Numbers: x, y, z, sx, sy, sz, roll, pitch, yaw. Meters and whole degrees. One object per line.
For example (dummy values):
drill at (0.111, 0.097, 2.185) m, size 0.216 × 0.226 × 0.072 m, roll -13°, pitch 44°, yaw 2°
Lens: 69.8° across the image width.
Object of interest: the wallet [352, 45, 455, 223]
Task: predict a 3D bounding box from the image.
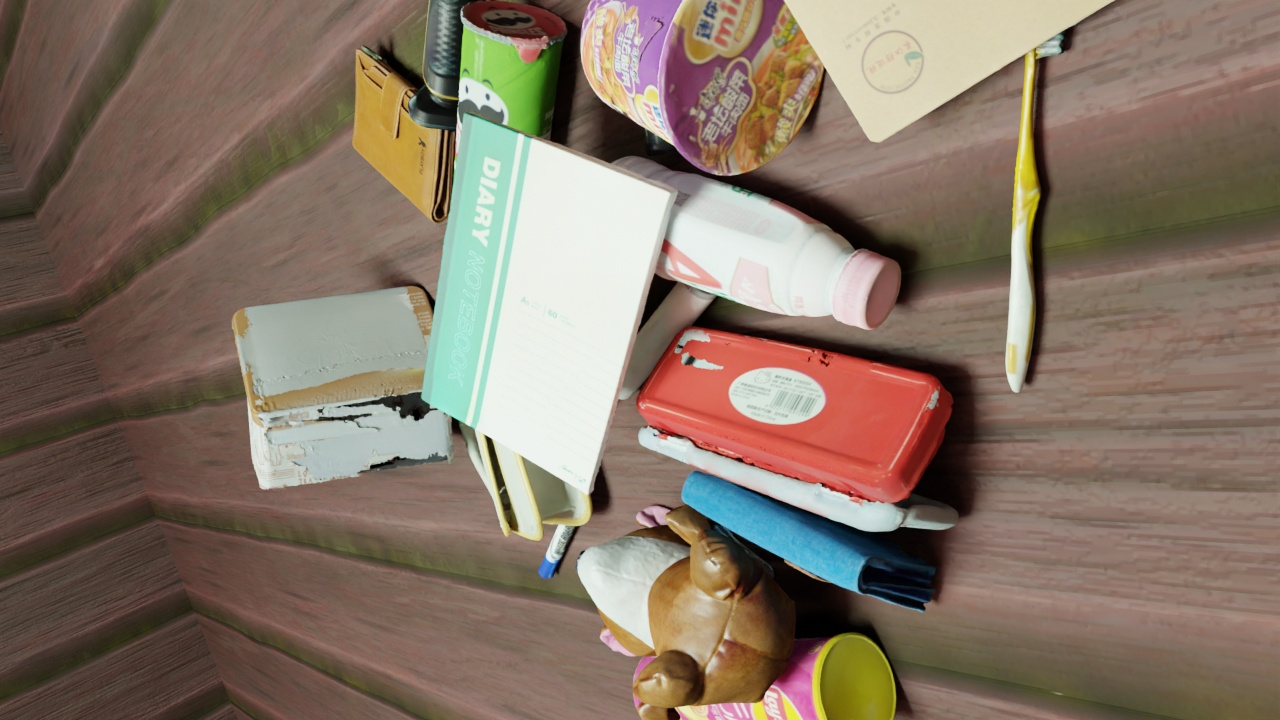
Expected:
wallet at (-0.207, -0.203, 0.801) m, size 0.130 × 0.035 × 0.119 m, roll 42°, pitch 142°, yaw 26°

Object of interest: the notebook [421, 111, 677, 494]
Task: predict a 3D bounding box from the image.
notebook at (-0.069, -0.034, 0.585) m, size 0.150 × 0.012 × 0.209 m, roll 26°, pitch 117°, yaw 21°

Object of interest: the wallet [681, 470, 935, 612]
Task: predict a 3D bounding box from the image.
wallet at (0.101, 0.110, 0.559) m, size 0.133 × 0.106 × 0.040 m, roll 22°, pitch 87°, yaw 42°

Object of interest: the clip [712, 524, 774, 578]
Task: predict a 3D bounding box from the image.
clip at (0.073, 0.143, 0.669) m, size 0.057 × 0.028 × 0.024 m, roll 39°, pitch 133°, yaw 42°

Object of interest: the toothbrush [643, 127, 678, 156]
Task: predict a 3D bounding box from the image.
toothbrush at (-0.001, -0.232, 0.552) m, size 0.027 × 0.026 × 0.213 m, roll 12°, pitch 117°, yaw 52°

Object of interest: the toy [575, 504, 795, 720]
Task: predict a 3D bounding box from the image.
toy at (0.017, 0.167, 0.637) m, size 0.130 × 0.140 × 0.200 m, roll 27°, pitch 175°, yaw -13°

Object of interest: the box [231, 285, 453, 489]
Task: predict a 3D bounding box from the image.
box at (-0.275, 0.015, 0.851) m, size 0.151 × 0.181 × 0.168 m, roll 14°, pitch 108°, yaw 62°

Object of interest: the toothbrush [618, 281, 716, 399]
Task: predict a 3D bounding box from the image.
toothbrush at (-0.004, 0.004, 0.676) m, size 0.222 × 0.026 × 0.026 m, roll -51°, pitch 49°, yaw 49°

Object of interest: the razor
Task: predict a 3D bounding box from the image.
razor at (-0.138, -0.256, 0.683) m, size 0.067 × 0.062 × 0.168 m, roll -114°, pitch 30°, yaw -56°

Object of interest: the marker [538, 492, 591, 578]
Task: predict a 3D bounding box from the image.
marker at (-0.069, 0.155, 0.833) m, size 0.017 × 0.016 × 0.146 m, roll 47°, pitch 137°, yaw 23°

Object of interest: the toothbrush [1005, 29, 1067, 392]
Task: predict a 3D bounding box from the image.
toothbrush at (0.185, -0.073, 0.430) m, size 0.018 × 0.016 × 0.191 m, roll 10°, pitch 116°, yaw 36°

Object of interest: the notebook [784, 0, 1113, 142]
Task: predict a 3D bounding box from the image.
notebook at (0.107, -0.217, 0.386) m, size 0.148 × 0.008 × 0.207 m, roll -28°, pitch 100°, yaw 37°

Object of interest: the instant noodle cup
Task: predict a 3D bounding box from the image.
instant noodle cup at (0.026, -0.166, 0.497) m, size 0.099 × 0.111 × 0.112 m, roll 34°, pitch 132°, yaw 44°

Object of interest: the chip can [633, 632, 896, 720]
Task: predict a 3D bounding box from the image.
chip can at (0.079, 0.238, 0.662) m, size 0.211 × 0.071 × 0.071 m, roll -26°, pitch 89°, yaw 51°

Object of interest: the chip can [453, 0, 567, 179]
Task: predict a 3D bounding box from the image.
chip can at (-0.104, -0.137, 0.682) m, size 0.072 × 0.072 × 0.237 m, roll 39°, pitch 134°, yaw 30°

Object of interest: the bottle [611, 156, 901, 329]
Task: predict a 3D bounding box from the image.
bottle at (0.055, -0.068, 0.541) m, size 0.197 × 0.068 × 0.068 m, roll 26°, pitch 126°, yaw 36°

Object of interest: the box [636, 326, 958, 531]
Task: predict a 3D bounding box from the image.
box at (0.095, 0.051, 0.563) m, size 0.202 × 0.095 × 0.099 m, roll 14°, pitch 155°, yaw 45°

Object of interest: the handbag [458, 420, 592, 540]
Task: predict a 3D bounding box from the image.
handbag at (-0.125, 0.075, 0.814) m, size 0.179 × 0.063 × 0.163 m, roll -14°, pitch 91°, yaw 57°
